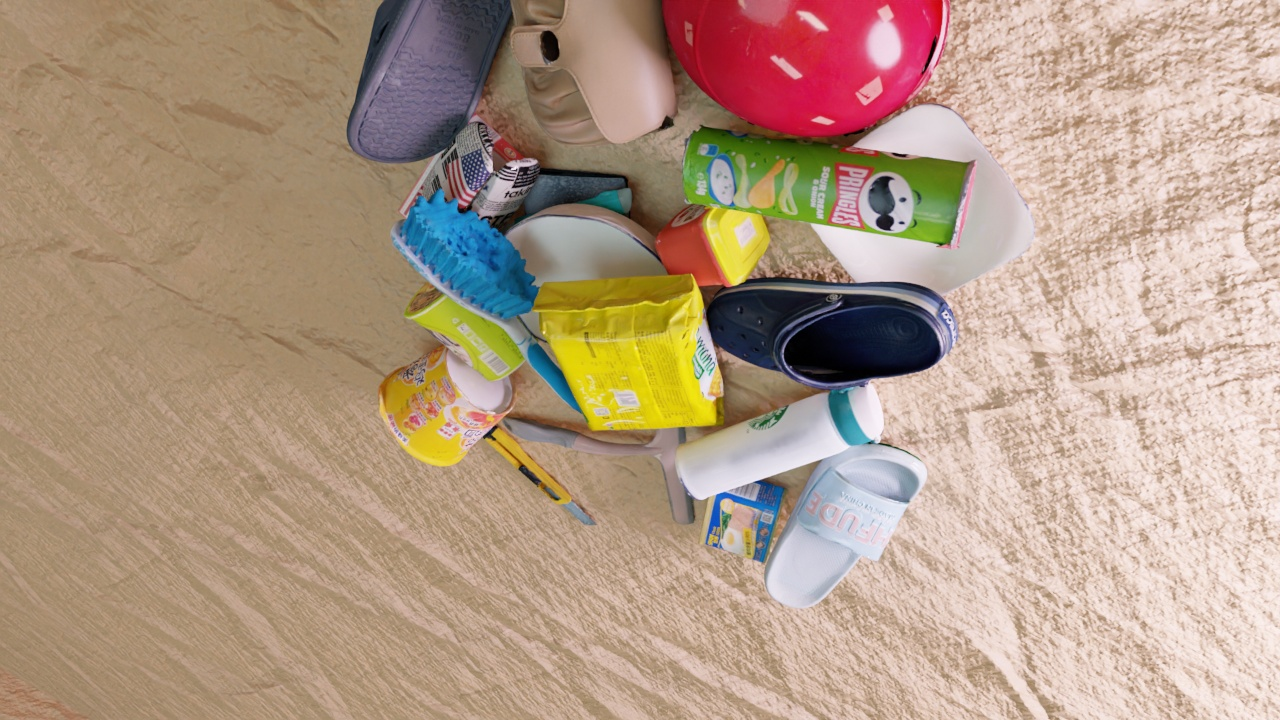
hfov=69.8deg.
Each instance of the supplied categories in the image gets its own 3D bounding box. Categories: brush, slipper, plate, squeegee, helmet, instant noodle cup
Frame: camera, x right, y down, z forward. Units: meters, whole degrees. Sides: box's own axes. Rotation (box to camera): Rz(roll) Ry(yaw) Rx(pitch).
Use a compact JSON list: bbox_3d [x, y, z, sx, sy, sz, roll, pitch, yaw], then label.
[{"bbox_3d":[-0.132,-0.048,0.956,0.314,0.060,0.110,41,140,-26],"label":"brush"},{"bbox_3d":[0.167,-0.017,0.864,0.253,0.095,0.105,3,127,40],"label":"slipper"},{"bbox_3d":[-0.050,-0.080,0.954,0.205,0.045,0.205,13,140,11],"label":"plate"},{"bbox_3d":[-0.066,0.096,1.114,0.250,0.040,0.248,7,126,22],"label":"squeegee"},{"bbox_3d":[0.241,-0.133,0.807,0.165,0.034,0.163,-31,106,38],"label":"plate"},{"bbox_3d":[0.120,-0.266,0.704,0.240,0.143,0.208,40,128,-7],"label":"helmet"},{"bbox_3d":[-0.222,0.042,1.093,0.110,0.137,0.138,-34,105,30],"label":"instant noodle cup"},{"bbox_3d":[-0.181,-0.045,1.030,0.112,0.111,0.123,-22,120,35],"label":"instant noodle cup"},{"bbox_3d":[-0.193,-0.305,0.863,0.110,0.083,0.269,11,129,-39],"label":"slipper"},{"bbox_3d":[0.213,0.188,0.999,0.104,0.074,0.246,27,118,-4],"label":"slipper"}]

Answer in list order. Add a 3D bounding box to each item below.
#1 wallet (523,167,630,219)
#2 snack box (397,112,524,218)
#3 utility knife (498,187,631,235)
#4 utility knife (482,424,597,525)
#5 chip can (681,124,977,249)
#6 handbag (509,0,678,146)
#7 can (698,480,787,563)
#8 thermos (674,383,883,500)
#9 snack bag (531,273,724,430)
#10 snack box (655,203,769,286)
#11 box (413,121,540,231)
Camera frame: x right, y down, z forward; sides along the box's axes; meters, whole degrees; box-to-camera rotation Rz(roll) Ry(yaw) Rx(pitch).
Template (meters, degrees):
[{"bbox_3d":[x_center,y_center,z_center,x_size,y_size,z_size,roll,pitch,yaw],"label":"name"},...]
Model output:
[{"bbox_3d":[-0.066,-0.150,0.953,0.121,0.019,0.097,8,128,19],"label":"wallet"},{"bbox_3d":[-0.194,-0.186,0.980,0.077,0.026,0.156,42,130,-7],"label":"snack box"},{"bbox_3d":[-0.082,-0.148,0.941,0.183,0.013,0.029,-8,120,31],"label":"utility knife"},{"bbox_3d":[-0.133,0.153,1.200,0.202,0.015,0.033,44,132,-9],"label":"utility knife"},{"bbox_3d":[0.153,-0.147,0.770,0.236,0.072,0.072,13,127,20],"label":"chip can"},{"bbox_3d":[-0.046,-0.282,0.788,0.148,0.099,0.205,17,131,34],"label":"handbag"},{"bbox_3d":[0.120,0.183,1.076,0.083,0.057,0.102,16,129,11],"label":"can"},{"bbox_3d":[0.146,0.083,0.972,0.225,0.073,0.073,-23,111,27],"label":"thermos"},{"bbox_3d":[-0.006,0.005,0.928,0.158,0.068,0.247,-2,148,13],"label":"snack bag"},{"bbox_3d":[0.067,-0.112,0.871,0.080,0.091,0.082,-11,117,38],"label":"snack box"},{"bbox_3d":[-0.176,-0.171,0.934,0.086,0.075,0.163,54,132,4],"label":"box"}]
